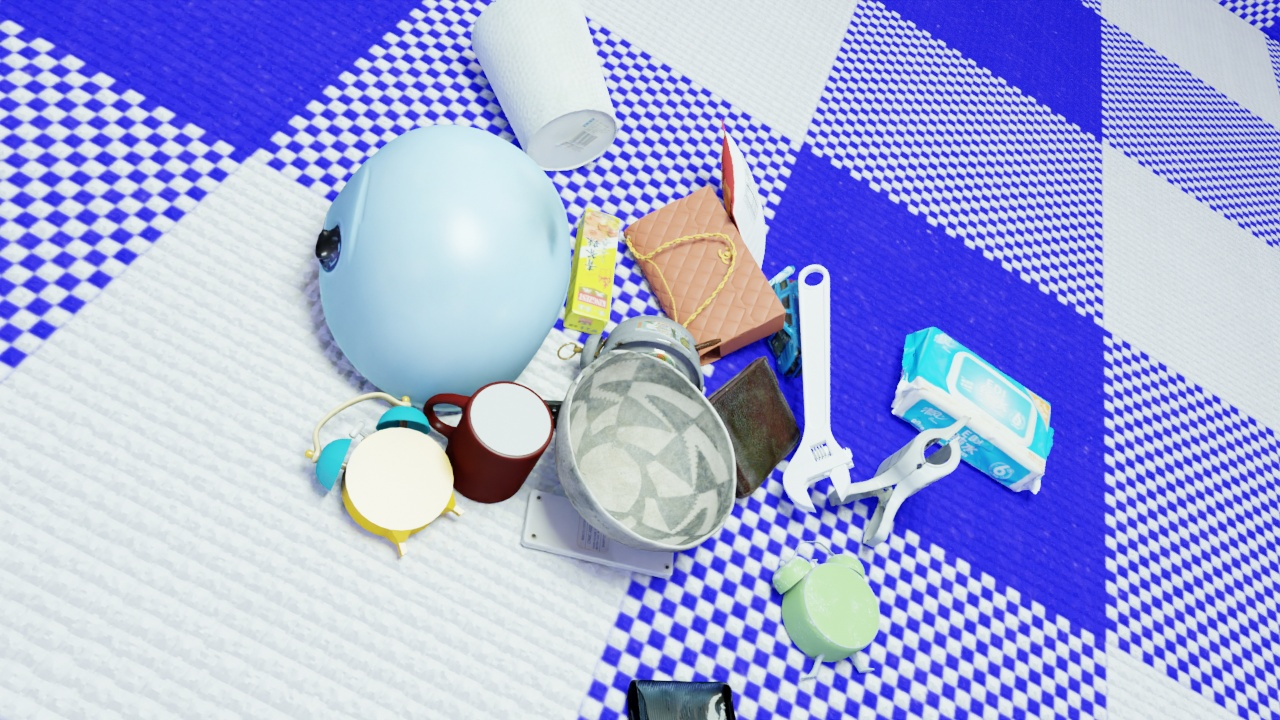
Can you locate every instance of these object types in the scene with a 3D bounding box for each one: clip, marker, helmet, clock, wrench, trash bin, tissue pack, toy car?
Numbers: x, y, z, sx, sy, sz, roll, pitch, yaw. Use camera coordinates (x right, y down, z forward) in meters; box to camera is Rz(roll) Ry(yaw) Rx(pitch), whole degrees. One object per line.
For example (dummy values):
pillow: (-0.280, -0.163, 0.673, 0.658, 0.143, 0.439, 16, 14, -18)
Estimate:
clip: (0.260, 0.116, 0.908, 0.144, 0.125, 0.075, -39, 75, -15)
marker: (0.137, -0.078, 1.046, 0.013, 0.013, 0.141, 46, 50, 9)
helmet: (-0.163, -0.094, 0.810, 0.225, 0.167, 0.265, 16, 60, -28)
clock: (0.170, 0.221, 0.831, 0.094, 0.043, 0.119, 2, 56, -27)
clock: (-0.203, 0.087, 0.737, 0.098, 0.044, 0.129, -33, 84, -35)
wrench: (0.177, 0.020, 0.923, 0.066, 0.018, 0.272, -5, 61, 18)
trash bin: (-0.101, -0.307, 1.018, 0.133, 0.134, 0.161, -9, 67, -31)
tissue pack: (0.382, 0.058, 1.041, 0.209, 0.066, 0.116, 34, 50, -4)
toy car: (0.161, -0.036, 1.005, 0.043, 0.056, 0.120, 10, 50, -13)
clock: (-0.005, 0.005, 0.863, 0.148, 0.104, 0.056, 12, 41, 0)

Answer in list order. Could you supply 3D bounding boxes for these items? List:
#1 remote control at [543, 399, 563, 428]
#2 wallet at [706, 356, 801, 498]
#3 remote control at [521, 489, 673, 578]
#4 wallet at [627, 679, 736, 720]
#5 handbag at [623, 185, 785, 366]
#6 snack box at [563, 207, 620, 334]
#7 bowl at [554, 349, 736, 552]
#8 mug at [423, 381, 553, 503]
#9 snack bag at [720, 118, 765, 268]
remote control: (-0.072, 0.050, 0.838, 0.140, 0.030, 0.009, 5, 36, -24)
wallet: (0.106, 0.063, 0.897, 0.119, 0.031, 0.099, -37, 106, -42)
remote control: (-0.035, 0.151, 0.797, 0.135, 0.011, 0.050, 17, 51, -15)
wallet: (0.037, 0.307, 0.712, 0.089, 0.026, 0.114, 10, 54, -21)
handbag: (0.064, -0.091, 0.973, 0.109, 0.060, 0.171, -26, 68, -3)
snack box: (-0.049, -0.094, 0.952, 0.040, 0.029, 0.147, 16, 52, -16)
bowl: (-0.007, 0.089, 0.793, 0.178, 0.081, 0.178, 19, 52, -27)
mug: (-0.133, 0.060, 0.765, 0.105, 0.083, 0.073, 33, 49, -2)
snack bag: (0.117, -0.180, 1.047, 0.039, 0.131, 0.143, -12, 54, 14)
